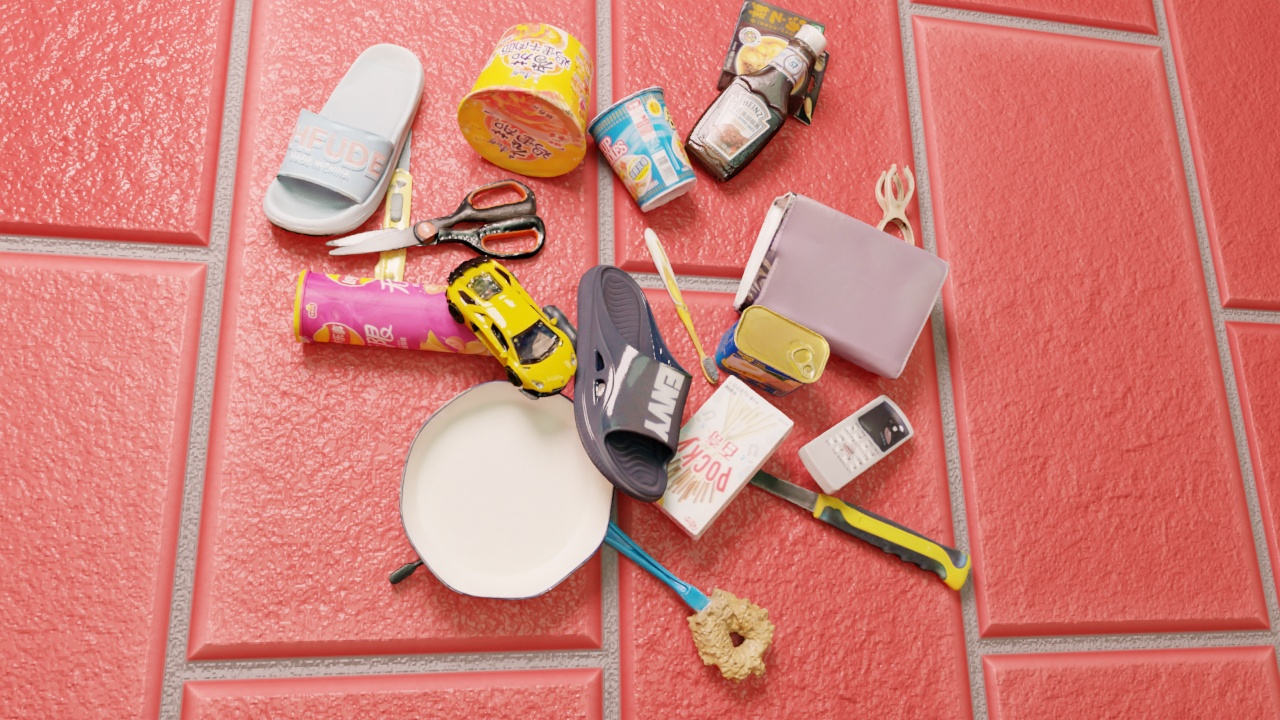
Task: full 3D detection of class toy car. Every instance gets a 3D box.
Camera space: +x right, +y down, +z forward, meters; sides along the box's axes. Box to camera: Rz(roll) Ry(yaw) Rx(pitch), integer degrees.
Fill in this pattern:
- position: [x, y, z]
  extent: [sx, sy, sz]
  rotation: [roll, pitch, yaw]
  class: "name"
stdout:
- position: [-0.121, -0.033, 0.875]
  extent: [0.071, 0.041, 0.156]
  rotation: [-35, 77, -27]
  class: "toy car"

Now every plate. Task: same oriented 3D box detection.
- position: [-0.127, 0.123, 0.878]
  extent: [0.204, 0.046, 0.204]
  rotation: [2, 84, -18]
  class: "plate"

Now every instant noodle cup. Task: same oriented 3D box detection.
- position: [-0.113, -0.281, 0.981]
  extent: [0.138, 0.138, 0.109]
  rotation: [17, 64, -8]
  class: "instant noodle cup"
- position: [0.008, -0.229, 1.014]
  extent: [0.099, 0.099, 0.110]
  rotation: [-28, 90, -18]
  class: "instant noodle cup"

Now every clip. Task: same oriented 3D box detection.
- position: [0.303, -0.183, 1.099]
  extent: [0.071, 0.035, 0.100]
  rotation: [4, 83, -12]
  class: "clip"

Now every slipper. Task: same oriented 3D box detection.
- position: [-0.299, -0.234, 0.946]
  extent: [0.104, 0.074, 0.245]
  rotation: [22, 70, 2]
  class: "slipper"
- position: [-0.005, 0.005, 0.909]
  extent: [0.110, 0.084, 0.267]
  rotation: [23, 49, -39]
  class: "slipper"

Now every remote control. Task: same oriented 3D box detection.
- position: [0.236, 0.088, 0.992]
  extent: [0.149, 0.021, 0.058]
  rotation: [-27, 76, -34]
  class: "remote control"

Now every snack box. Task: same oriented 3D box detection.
- position: [0.076, 0.097, 0.939]
  extent: [0.085, 0.027, 0.156]
  rotation: [39, 75, 18]
  class: "snack box"
- position: [0.167, -0.362, 1.109]
  extent: [0.125, 0.053, 0.113]
  rotation: [18, 72, -2]
  class: "snack box"

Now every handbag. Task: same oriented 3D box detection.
- position: [0.217, -0.081, 1.015]
  extent: [0.197, 0.098, 0.145]
  rotation: [23, 87, -7]
  class: "handbag"

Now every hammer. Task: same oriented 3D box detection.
- position: [0.207, 0.159, 0.983]
  extent: [0.323, 0.032, 0.126]
  rotation: [24, 72, -5]
  class: "hammer"

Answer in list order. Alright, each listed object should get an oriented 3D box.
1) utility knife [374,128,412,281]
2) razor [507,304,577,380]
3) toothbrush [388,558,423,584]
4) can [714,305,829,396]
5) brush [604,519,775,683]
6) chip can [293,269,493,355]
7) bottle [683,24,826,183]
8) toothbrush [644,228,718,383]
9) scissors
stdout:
- position: [-0.260, -0.162, 0.976]
  extent: [0.031, 0.022, 0.210]
  rotation: [6, 69, -16]
  class: "utility knife"
- position: [-0.111, 0.025, 0.937]
  extent: [0.068, 0.062, 0.167]
  rotation: [21, 76, 18]
  class: "razor"
- position: [-0.153, 0.157, 0.905]
  extent: [0.212, 0.027, 0.026]
  rotation: [-32, 100, -18]
  class: "toothbrush"
- position: [0.138, -0.007, 0.985]
  extent: [0.102, 0.083, 0.057]
  rotation: [26, 71, -5]
  class: "can"
- position: [0.030, 0.225, 0.926]
  extent: [0.254, 0.046, 0.083]
  rotation: [39, 74, 4]
  class: "brush"
- position: [-0.231, -0.045, 0.917]
  extent: [0.210, 0.071, 0.071]
  rotation: [4, 74, -12]
  class: "chip can"
- position: [0.136, -0.297, 1.048]
  extent: [0.080, 0.044, 0.195]
  rotation: [41, 93, -1]
  class: "bottle"
- position: [0.045, -0.062, 1.013]
  extent: [0.016, 0.018, 0.191]
  rotation: [-20, 80, -19]
  class: "toothbrush"
- position: [-0.207, -0.124, 0.962]
  extent: [0.234, 0.022, 0.142]
  rotation: [-36, 88, -23]
  class: "scissors"
